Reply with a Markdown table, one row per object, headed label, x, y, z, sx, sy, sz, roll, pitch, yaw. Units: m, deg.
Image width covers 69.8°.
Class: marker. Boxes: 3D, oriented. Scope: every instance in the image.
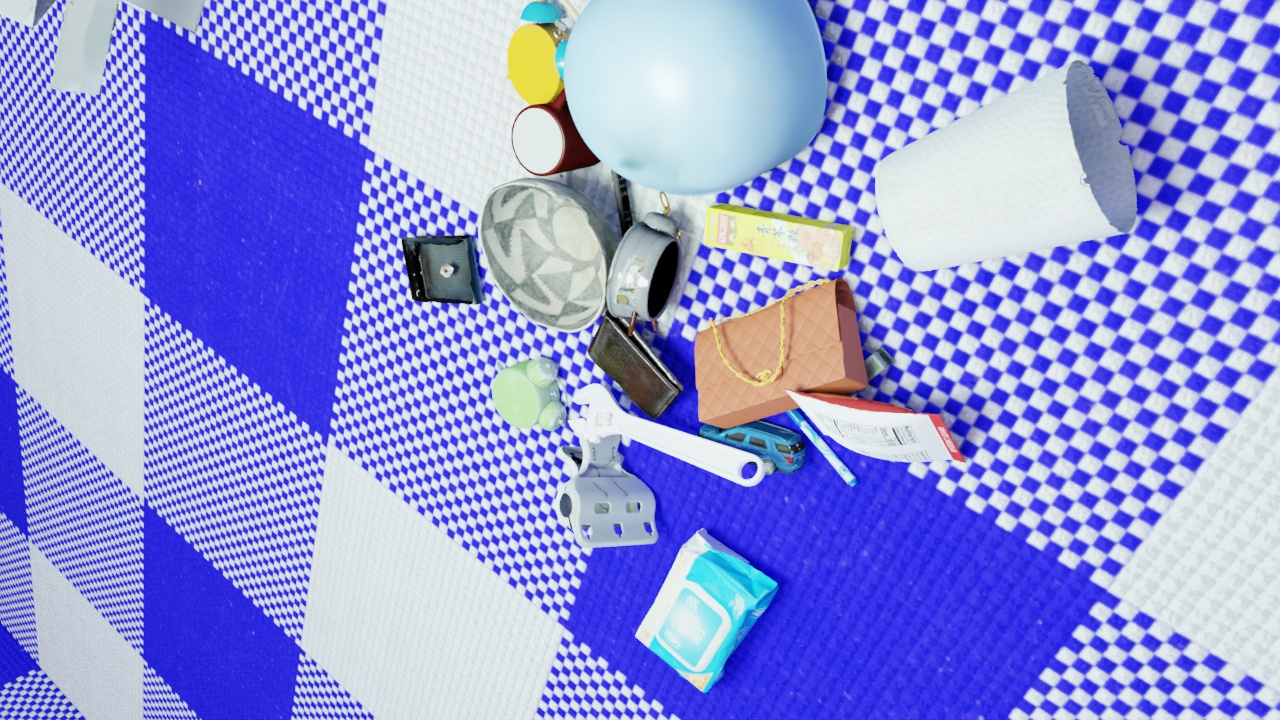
| label | x | y | z | sx | sy | sz | roll | pitch | yaw |
| --- | --- | --- | --- | --- | --- | --- | --- | --- | --- |
| marker | 0.178 | 0.075 | 0.960 | 0.142 | 0.013 | 0.013 | 50 | 128 | 9 |

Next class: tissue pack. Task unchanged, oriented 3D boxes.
| label | x | y | z | sx | sy | sz | roll | pitch | yaw |
| --- | --- | --- | --- | --- | --- | --- | --- | --- | --- |
| tissue pack | 0.073 | 0.302 | 1.089 | 0.117 | 0.065 | 0.210 | 36 | 126 | 20 |

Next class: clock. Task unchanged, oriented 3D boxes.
| label | x | y | z | sx | sy | sz | roll | pitch | yaw |
| --- | --- | --- | --- | --- | --- | --- | --- | --- | --- |
| clock | 0.007 | -0.104 | 0.962 | 0.056 | 0.103 | 0.148 | 20 | 103 | 17 |
| clock | -0.100 | -0.327 | 0.984 | 0.099 | 0.043 | 0.130 | 56 | 137 | 10 |
| clock | -0.138 | 0.043 | 1.152 | 0.120 | 0.042 | 0.094 | -4 | 106 | 36 |

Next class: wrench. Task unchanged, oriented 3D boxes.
| label | x | y | z | sx | sy | sz | roll | pitch | yaw |
| --- | --- | --- | --- | --- | --- | --- | --- | --- | --- |
| wrench | 0.021 | 0.084 | 1.003 | 0.274 | 0.018 | 0.066 | 17 | 76 | 40 |

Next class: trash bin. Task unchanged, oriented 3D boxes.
| label | x | y | z | sx | sy | sz | roll | pitch | yaw |
| --- | --- | --- | --- | --- | --- | --- | --- | --- | --- |
| trash bin | 0.286 | -0.142 | 0.732 | 0.162 | 0.133 | 0.133 | -16 | 98 | 43 |

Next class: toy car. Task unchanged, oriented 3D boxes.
| label | x | y | z | sx | sy | sz | roll | pitch | yaw |
| --- | --- | --- | --- | --- | --- | --- | --- | --- | --- |
| toy car | 0.119 | 0.088 | 0.983 | 0.120 | 0.056 | 0.044 | 11 | 107 | 29 |

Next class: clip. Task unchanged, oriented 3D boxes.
| label | x | y | z | sx | sy | sz | roll | pitch | yaw |
| --- | --- | --- | --- | --- | --- | --- | --- | --- | --- |
| clip | -0.046 | 0.154 | 1.087 | 0.075 | 0.124 | 0.144 | -41 | 57 | 34 |
| clip | 0.214 | 0.018 | 0.902 | 0.023 | 0.045 | 0.076 | 52 | 130 | 10 |

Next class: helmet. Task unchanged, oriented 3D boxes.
| label | x | y | z | sx | sy | sz | roll | pitch | yaw |
| --- | --- | --- | --- | --- | --- | --- | --- | --- | --- |
| helmet | 0.027 | -0.259 | 0.846 | 0.266 | 0.166 | 0.226 | 13 | 124 | 41 |

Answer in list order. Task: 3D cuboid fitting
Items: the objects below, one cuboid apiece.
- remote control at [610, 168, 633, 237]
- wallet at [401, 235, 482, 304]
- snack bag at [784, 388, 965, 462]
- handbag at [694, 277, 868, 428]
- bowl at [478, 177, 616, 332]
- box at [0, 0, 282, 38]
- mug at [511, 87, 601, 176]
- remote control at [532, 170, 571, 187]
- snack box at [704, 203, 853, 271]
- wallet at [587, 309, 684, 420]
| label | x | y | z | sx | sy | sz | roll | pitch | yaw |
| --- | --- | --- | --- | --- | --- | --- | --- | --- | --- |
| remote control | -0.020 | -0.179 | 0.991 | 0.009 | 0.030 | 0.140 | -5 | 105 | 17 |
| wallet | -0.253 | -0.117 | 1.182 | 0.115 | 0.026 | 0.089 | 6 | 111 | 33 |
| snack bag | 0.222 | 0.065 | 0.865 | 0.144 | 0.130 | 0.039 | 10 | 72 | 33 |
| handbag | 0.130 | -0.008 | 0.917 | 0.172 | 0.060 | 0.108 | -21 | 63 | 39 |
| bowl | -0.088 | -0.126 | 1.012 | 0.178 | 0.081 | 0.179 | 21 | 129 | 28 |
| box | -0.673 | -0.541 | 1.249 | 0.168 | 0.379 | 0.171 | -49 | 60 | 37 |
| mug | -0.079 | -0.251 | 0.971 | 0.073 | 0.082 | 0.106 | 37 | 124 | 19 |
| remote control | -0.103 | -0.158 | 1.070 | 0.050 | 0.011 | 0.136 | 16 | 116 | 30 |
| snack box | 0.134 | -0.123 | 0.904 | 0.148 | 0.028 | 0.040 | 16 | 116 | 30 |
| wallet | -0.006 | 0.006 | 1.031 | 0.120 | 0.031 | 0.100 | 48 | 155 | 8 |
